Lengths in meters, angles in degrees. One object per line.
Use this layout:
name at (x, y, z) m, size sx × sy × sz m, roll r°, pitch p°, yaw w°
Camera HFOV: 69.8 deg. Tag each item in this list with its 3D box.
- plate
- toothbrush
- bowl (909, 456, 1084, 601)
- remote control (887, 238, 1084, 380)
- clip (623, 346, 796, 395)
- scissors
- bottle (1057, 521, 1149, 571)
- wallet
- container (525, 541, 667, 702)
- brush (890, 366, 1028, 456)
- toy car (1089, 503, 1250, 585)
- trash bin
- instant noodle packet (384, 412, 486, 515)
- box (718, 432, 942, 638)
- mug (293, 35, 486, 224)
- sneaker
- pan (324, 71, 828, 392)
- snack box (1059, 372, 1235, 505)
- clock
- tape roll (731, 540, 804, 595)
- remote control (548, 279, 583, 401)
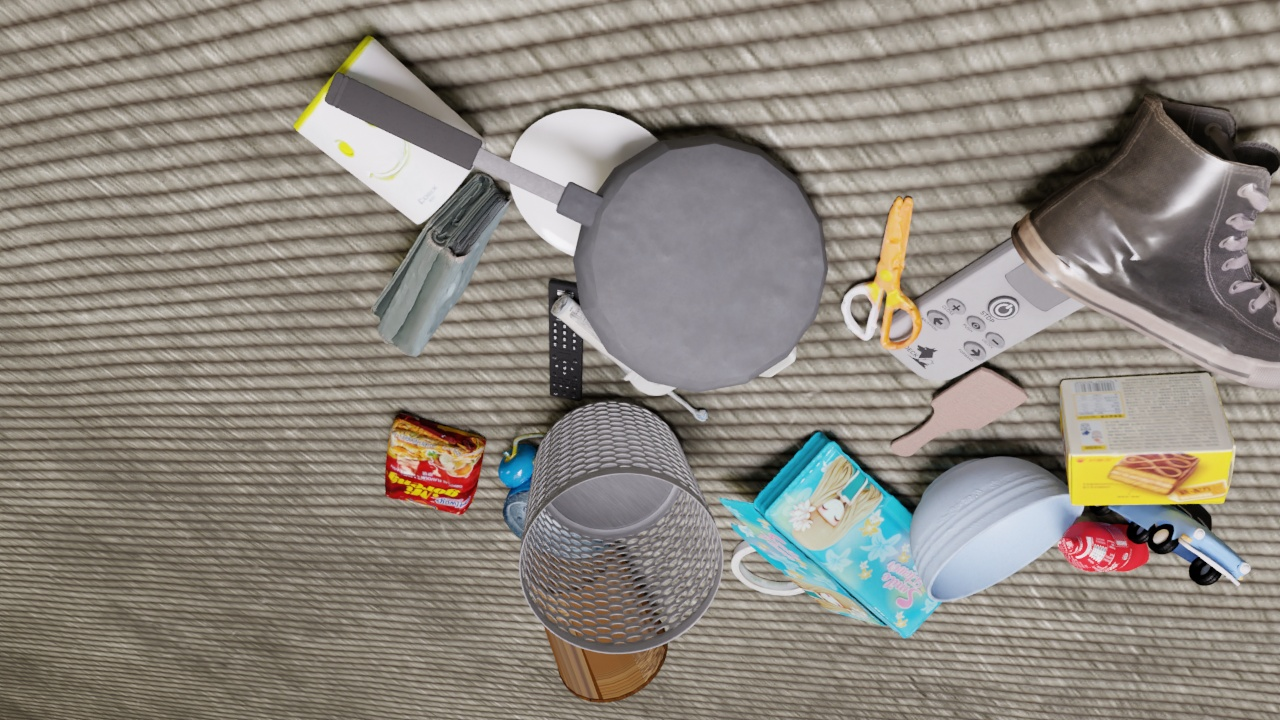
plate at (-0.032, -0.129, 0.684) m, size 0.134 × 0.011 × 0.135 m, roll 9°, pitch 136°, yaw 9°
toothbrush at (-0.005, 0.005, 0.798) m, size 0.024 × 0.022 × 0.185 m, roll -18°, pitch 132°, yaw 44°
bowl at (0.290, 0.133, 0.785) m, size 0.150 × 0.074 × 0.151 m, roll -17°, pitch 142°, yaw -15°
remote control at (0.255, -0.035, 0.683) m, size 0.074 × 0.019 × 0.151 m, roll 36°, pitch 133°, yaw -18°
clip at (0.046, -0.008, 0.717) m, size 0.152 × 0.104 × 0.127 m, roll 29°, pitch 154°, yaw -9°
scissors at (0.181, -0.065, 0.677) m, size 0.065 × 0.013 × 0.129 m, roll 19°, pitch 130°, yaw 29°
bottle at (0.391, 0.159, 0.783) m, size 0.141 × 0.042 × 0.042 m, roll 12°, pitch 147°, yaw -43°
wallet at (-0.154, -0.075, 0.712) m, size 0.054 × 0.100 × 0.132 m, roll 34°, pitch 133°, yaw -12°
container at (-0.053, 0.273, 1.017) m, size 0.132 × 0.131 × 0.167 m, roll -4°, pitch 127°, yaw 20°
brush at (0.259, 0.046, 0.771) m, size 0.050 × 0.015 × 0.136 m, roll 29°, pitch 141°, yaw -11°
toy car at (0.411, 0.124, 0.720) m, size 0.056 × 0.153 × 0.055 m, roll 35°, pitch 97°, yaw -8°
trash bin at (-0.022, 0.129, 0.787) m, size 0.156 × 0.183 × 0.156 m, roll -2°, pitch 108°, yaw -5°
instant noodle packet at (-0.218, 0.110, 0.963) m, size 0.098 × 0.039 × 0.136 m, roll 14°, pitch 136°, yaw -6°
box at (0.183, 0.183, 0.876) m, size 0.172 × 0.084 × 0.227 m, roll -32°, pitch 118°, yaw 30°
mug at (-0.174, -0.160, 0.646) m, size 0.106 × 0.082 × 0.083 m, roll 40°, pitch 132°, yaw -23°
sneaker at (0.367, -0.069, 0.570) m, size 0.234 × 0.095 × 0.120 m, roll 27°, pitch 132°, yaw -5°
pan at (-0.035, -0.101, 0.607) m, size 0.357 × 0.041 × 0.178 m, roll 24°, pitch 92°, yaw -10°
snack box at (0.379, 0.060, 0.695) m, size 0.106 × 0.083 × 0.061 m, roll -4°, pitch 131°, yaw 22°
clock at (-0.081, 0.134, 0.930) m, size 0.117 × 0.060 × 0.162 m, roll 1°, pitch 133°, yaw 18°
tape roll at (0.144, 0.220, 0.978) m, size 0.093 × 0.013 × 0.093 m, roll 9°, pitch 136°, yaw 9°
remote control at (-0.066, -0.015, 0.810) m, size 0.030 × 0.009 × 0.140 m, roll 11°, pitch 136°, yaw 6°
